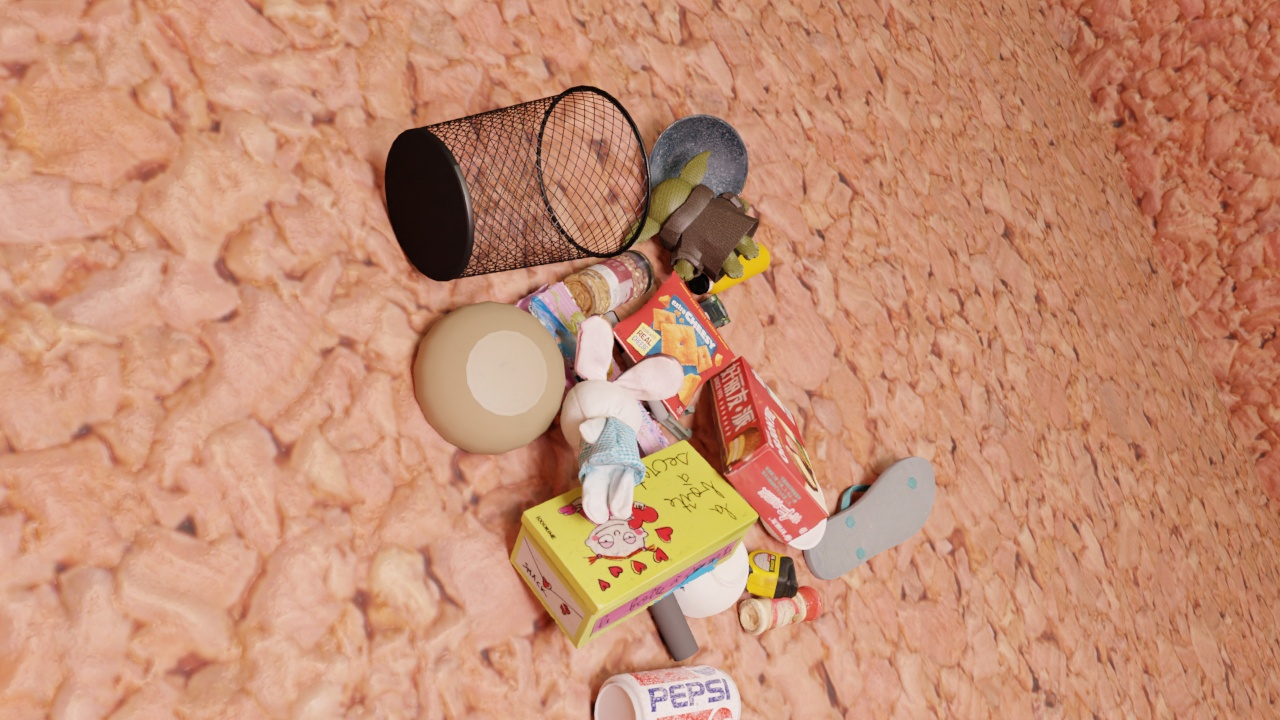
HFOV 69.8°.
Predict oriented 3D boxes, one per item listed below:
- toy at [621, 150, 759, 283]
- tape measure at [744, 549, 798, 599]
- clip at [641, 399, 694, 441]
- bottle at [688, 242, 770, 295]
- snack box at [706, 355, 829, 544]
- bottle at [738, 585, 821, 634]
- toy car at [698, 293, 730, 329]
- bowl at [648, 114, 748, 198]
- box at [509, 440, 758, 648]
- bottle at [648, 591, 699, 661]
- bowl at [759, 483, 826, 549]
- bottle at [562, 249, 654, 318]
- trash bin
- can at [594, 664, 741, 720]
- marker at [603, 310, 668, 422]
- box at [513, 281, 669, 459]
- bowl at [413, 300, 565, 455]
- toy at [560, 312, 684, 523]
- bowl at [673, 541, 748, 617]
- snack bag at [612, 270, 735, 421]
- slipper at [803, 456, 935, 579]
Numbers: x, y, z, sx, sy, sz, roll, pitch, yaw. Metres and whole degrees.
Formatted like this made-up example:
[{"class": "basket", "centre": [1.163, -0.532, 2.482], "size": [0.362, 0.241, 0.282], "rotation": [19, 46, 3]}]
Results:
[{"class": "toy", "centre": [0.074, -0.164, 1.139], "size": [0.153, 0.078, 0.179], "rotation": [36, 73, 10]}, {"class": "tape measure", "centre": [0.147, 0.249, 1.063], "size": [0.064, 0.037, 0.065], "rotation": [9, 18, -1]}, {"class": "clip", "centre": [0.030, 0.062, 1.068], "size": [0.076, 0.023, 0.059], "rotation": [30, 53, -32]}, {"class": "bottle", "centre": [0.116, -0.119, 1.209], "size": [0.143, 0.043, 0.043], "rotation": [-28, 91, -45]}, {"class": "snack box", "centre": [0.139, 0.093, 1.044], "size": [0.113, 0.060, 0.236], "rotation": [48, 14, -19]}, {"class": "bottle", "centre": [0.164, 0.292, 1.072], "size": [0.109, 0.044, 0.044], "rotation": [1, 71, -41]}, {"class": "toy car", "centre": [0.078, -0.052, 1.150], "size": [0.091, 0.036, 0.042], "rotation": [-31, 93, -44]}, {"class": "bowl", "centre": [0.068, -0.255, 1.203], "size": [0.137, 0.057, 0.137], "rotation": [-5, 110, -14]}, {"class": "box", "centre": [-0.003, 0.172, 0.902], "size": [0.220, 0.081, 0.124], "rotation": [-19, 55, -37]}, {"class": "bottle", "centre": [0.025, 0.259, 0.968], "size": [0.030, 0.030, 0.113], "rotation": [-24, 88, -45]}, {"class": "bowl", "centre": [0.178, 0.182, 1.135], "size": [0.109, 0.041, 0.109], "rotation": [18, 60, -36]}, {"class": "bottle", "centre": [-0.037, -0.086, 1.047], "size": [0.105, 0.056, 0.056], "rotation": [-30, 93, -45]}, {"class": "trash bin", "centre": [-0.128, -0.172, 0.925], "size": [0.209, 0.185, 0.184], "rotation": [-21, 87, -40]}, {"class": "can", "centre": [0.028, 0.343, 0.900], "size": [0.136, 0.078, 0.078], "rotation": [9, 66, -40]}, {"class": "marker", "centre": [-0.006, 0.006, 1.044], "size": [0.016, 0.016, 0.140], "rotation": [-15, 71, -45]}, {"class": "box", "centre": [-0.051, 0.022, 0.989], "size": [0.084, 0.053, 0.230], "rotation": [-40, 100, -44]}, {"class": "bowl", "centre": [-0.137, 0.015, 0.885], "size": [0.152, 0.051, 0.152], "rotation": [4, 82, -28]}, {"class": "toy", "centre": [-0.031, 0.074, 0.894], "size": [0.131, 0.106, 0.205], "rotation": [26, 45, -26]}, {"class": "bowl", "centre": [0.077, 0.222, 1.009], "size": [0.113, 0.063, 0.113], "rotation": [18, 61, -36]}, {"class": "snack bag", "centre": [0.039, -0.019, 1.071], "size": [0.131, 0.039, 0.143], "rotation": [54, 47, -9]}, {"class": "slipper", "centre": [0.308, 0.217, 1.240], "size": [0.268, 0.055, 0.098], "rotation": [-27, 94, -34]}]
